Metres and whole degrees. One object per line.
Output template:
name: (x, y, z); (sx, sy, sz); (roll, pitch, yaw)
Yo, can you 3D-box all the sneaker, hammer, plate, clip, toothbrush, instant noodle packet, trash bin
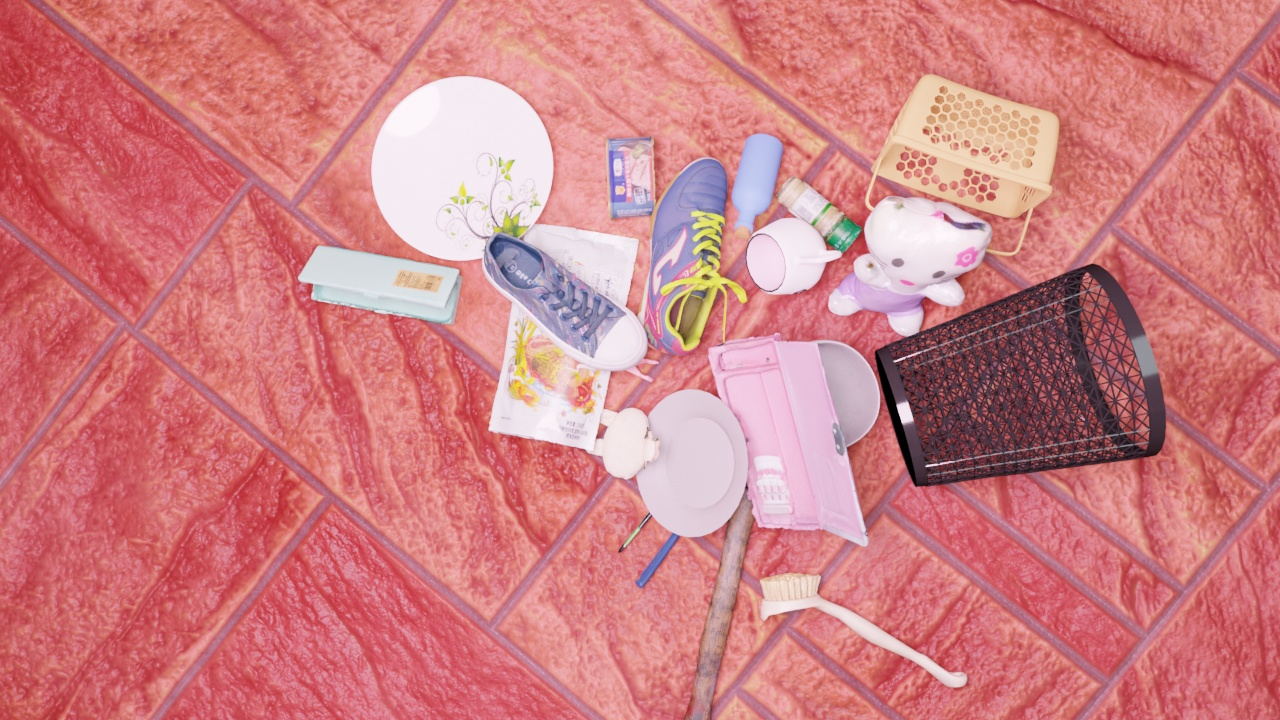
sneaker: (-0.095, -0.070, 1.077); (0.235, 0.079, 0.087); (36, 83, 8)
hammer: (0.087, 0.314, 1.118); (0.120, 0.033, 0.330); (12, 89, 6)
plate: (0.063, 0.122, 1.090); (0.173, 0.019, 0.172); (-6, 81, 43)
clip: (-0.008, 0.010, 1.138); (0.057, 0.022, 0.035); (17, 92, 10)
toothbrush: (0.034, 0.166, 1.134); (0.017, 0.014, 0.188); (38, 92, -4)
toothbrush: (0.050, 0.199, 1.131); (0.017, 0.016, 0.190); (35, 92, 12)
plate: (-0.221, -0.238, 1.153); (0.229, 0.030, 0.229); (0, 89, 4)
sneaker: (0.071, -0.123, 1.093); (0.116, 0.091, 0.242); (12, 93, -30)
instant noodle packet: (-0.097, -0.032, 1.130); (0.147, 0.057, 0.269); (10, 85, 4)
trash bin: (0.404, 0.032, 1.020); (0.243, 0.216, 0.217); (-16, 87, 10)

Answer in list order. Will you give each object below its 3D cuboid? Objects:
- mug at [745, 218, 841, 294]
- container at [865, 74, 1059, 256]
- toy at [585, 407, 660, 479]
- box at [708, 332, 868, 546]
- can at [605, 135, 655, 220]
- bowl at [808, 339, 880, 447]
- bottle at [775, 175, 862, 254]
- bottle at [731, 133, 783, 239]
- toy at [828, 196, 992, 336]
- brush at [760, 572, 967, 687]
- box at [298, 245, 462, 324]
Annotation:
mug: (0.186, -0.122, 1.078); (0.076, 0.124, 0.090); (-17, 105, -30)
container: (0.366, -0.216, 1.060); (0.183, 0.129, 0.167); (19, 83, 4)
toy: (-0.015, 0.101, 1.118); (0.112, 0.050, 0.087); (12, 89, 28)
box: (0.173, 0.085, 1.024); (0.055, 0.180, 0.233); (-24, 104, -35)
can: (-0.011, -0.223, 1.126); (0.059, 0.054, 0.100); (-2, 89, 2)
bowl: (0.214, 0.043, 1.097); (0.132, 0.064, 0.132); (0, 89, 4)
bottle: (0.215, -0.177, 1.114); (0.110, 0.042, 0.042); (41, 92, 6)
bottle: (0.135, -0.205, 1.097); (0.048, 0.048, 0.131); (14, 70, 4)
toy: (0.303, -0.108, 1.032); (0.137, 0.210, 0.085); (19, 63, 1)
brush: (0.266, 0.324, 1.097); (0.272, 0.062, 0.077); (25, 95, 0)
box: (-0.322, -0.098, 1.134); (0.189, 0.079, 0.077); (11, 88, 4)
